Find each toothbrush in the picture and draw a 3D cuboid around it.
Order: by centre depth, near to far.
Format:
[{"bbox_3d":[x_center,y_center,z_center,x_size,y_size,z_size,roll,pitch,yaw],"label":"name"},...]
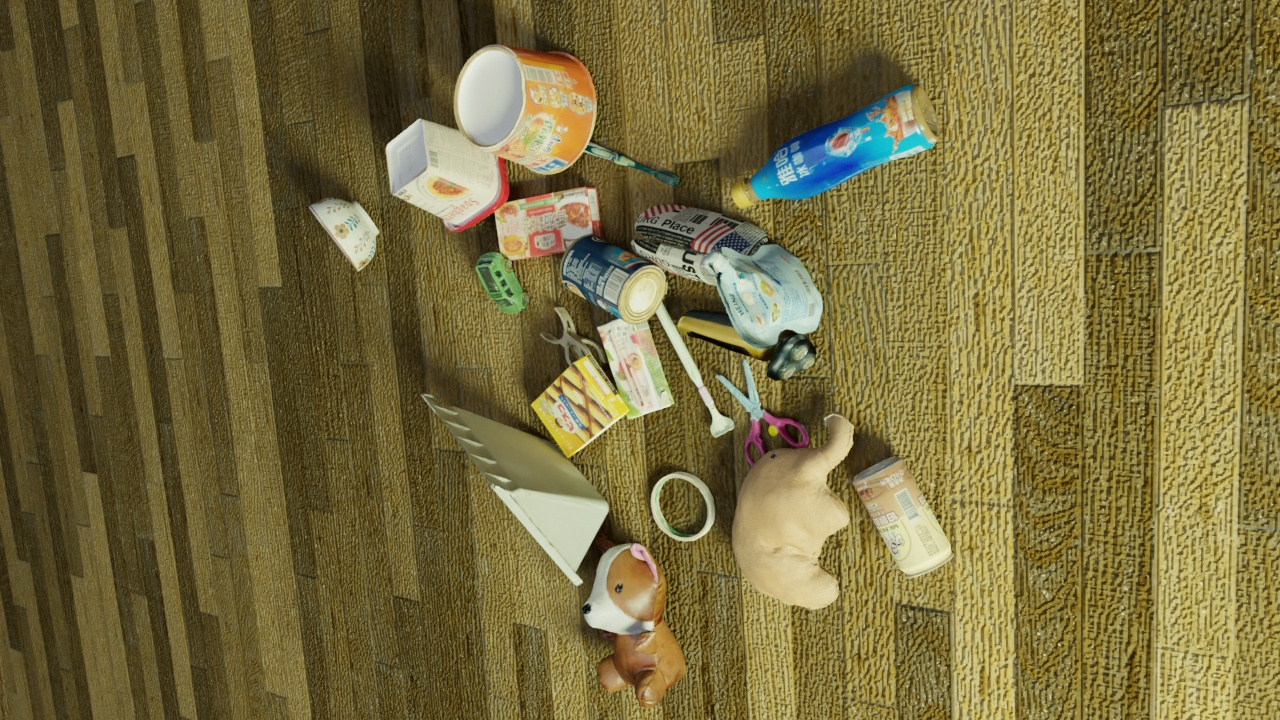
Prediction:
[{"bbox_3d":[0.057,0.003,1.096,0.029,0.020,0.189,-28,81,3],"label":"toothbrush"},{"bbox_3d":[-0.034,-0.245,1.107,0.192,0.018,0.016,27,112,26],"label":"toothbrush"}]

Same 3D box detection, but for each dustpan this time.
[{"bbox_3d":[-0.158,0.181,1.146,0.223,0.257,0.143,39,104,47],"label":"dustpan"}]

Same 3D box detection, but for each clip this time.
[{"bbox_3d":[-0.087,-0.021,1.176,0.100,0.034,0.072,45,120,23],"label":"clip"}]

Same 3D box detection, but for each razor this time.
[{"bbox_3d":[0.114,-0.023,1.034,0.168,0.062,0.067,17,78,34],"label":"razor"}]

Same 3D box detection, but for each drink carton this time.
[{"bbox_3d":[-0.007,0.007,1.120,0.054,0.045,0.122,-18,89,33],"label":"drink carton"}]

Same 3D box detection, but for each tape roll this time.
[{"bbox_3d":[0.052,0.180,1.133,0.086,0.013,0.086,7,103,32],"label":"tape roll"}]

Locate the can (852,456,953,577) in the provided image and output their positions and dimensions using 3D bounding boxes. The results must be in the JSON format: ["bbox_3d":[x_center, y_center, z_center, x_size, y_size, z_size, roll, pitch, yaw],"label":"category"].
[{"bbox_3d":[0.274,0.163,0.959,0.059,0.058,0.116,-33,81,33],"label":"can"}]

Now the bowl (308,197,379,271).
[{"bbox_3d":[-0.421,-0.192,1.331,0.062,0.113,0.113,-38,73,-12],"label":"bowl"}]

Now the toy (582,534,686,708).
[{"bbox_3d":[-0.015,0.320,1.148,0.140,0.130,0.199,-5,89,53],"label":"toy"}]

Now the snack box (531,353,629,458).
[{"bbox_3d":[-0.078,0.059,1.155,0.087,0.033,0.141,55,144,5],"label":"snack box"}]

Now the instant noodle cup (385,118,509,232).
[{"bbox_3d":[-0.249,-0.241,1.171,0.117,0.124,0.116,-25,67,33],"label":"instant noodle cup"}]

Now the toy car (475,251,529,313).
[{"bbox_3d":[-0.183,-0.099,1.208,0.043,0.036,0.091,-6,127,33],"label":"toy car"}]

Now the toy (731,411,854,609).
[{"bbox_3d":[0.168,0.160,1.012,0.143,0.082,0.226,16,107,34],"label":"toy"}]

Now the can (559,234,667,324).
[{"bbox_3d":[-0.032,-0.096,1.087,0.111,0.075,0.075,32,115,38],"label":"can"}]

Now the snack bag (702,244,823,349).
[{"bbox_3d":[0.127,-0.069,0.932,0.039,0.190,0.110,-23,86,32],"label":"snack bag"}]

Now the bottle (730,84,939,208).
[{"bbox_3d":[0.192,-0.209,0.941,0.219,0.065,0.065,-19,88,35],"label":"bottle"}]

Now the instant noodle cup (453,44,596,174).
[{"bbox_3d":[-0.144,-0.306,1.102,0.152,0.111,0.151,3,95,36],"label":"instant noodle cup"}]

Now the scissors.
[{"bbox_3d":[0.131,0.068,1.060,0.134,0.017,0.113,43,124,18],"label":"scissors"}]

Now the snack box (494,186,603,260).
[{"bbox_3d":[-0.118,-0.173,1.171,0.153,0.025,0.075,-3,97,33],"label":"snack box"}]

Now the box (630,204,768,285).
[{"bbox_3d":[0.068,-0.138,1.043,0.163,0.076,0.088,21,88,31],"label":"box"}]
